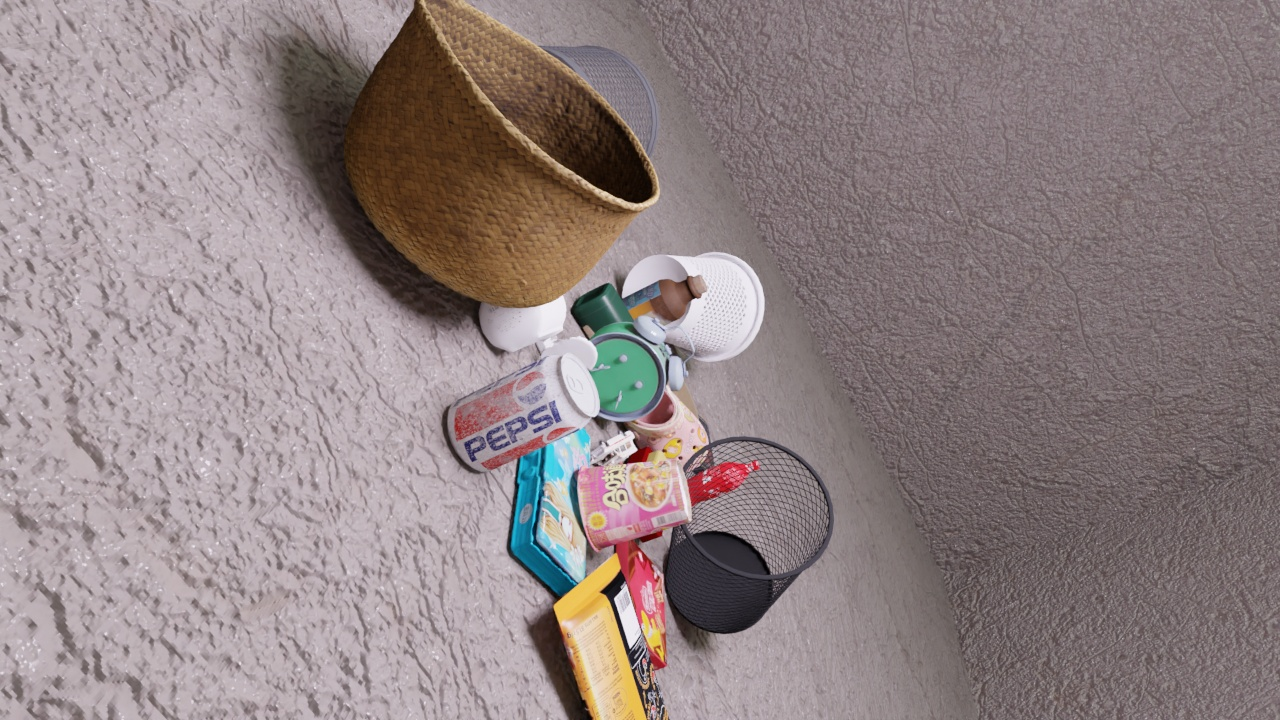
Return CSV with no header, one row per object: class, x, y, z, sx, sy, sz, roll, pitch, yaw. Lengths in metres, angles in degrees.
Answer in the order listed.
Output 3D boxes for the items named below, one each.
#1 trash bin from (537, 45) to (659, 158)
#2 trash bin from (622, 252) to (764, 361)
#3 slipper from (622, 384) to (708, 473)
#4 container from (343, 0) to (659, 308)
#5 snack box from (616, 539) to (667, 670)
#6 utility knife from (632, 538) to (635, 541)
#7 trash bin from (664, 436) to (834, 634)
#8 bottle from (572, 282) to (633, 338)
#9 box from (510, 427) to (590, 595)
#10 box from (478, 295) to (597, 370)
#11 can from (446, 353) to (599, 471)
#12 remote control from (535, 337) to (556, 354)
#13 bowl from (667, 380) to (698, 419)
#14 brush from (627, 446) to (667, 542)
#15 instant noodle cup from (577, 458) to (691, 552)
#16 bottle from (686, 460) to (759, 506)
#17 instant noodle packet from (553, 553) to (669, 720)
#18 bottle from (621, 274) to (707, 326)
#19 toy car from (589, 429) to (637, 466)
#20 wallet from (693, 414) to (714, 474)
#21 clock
trash bin,-0.111,-0.332,1.279,0.218,0.218,0.226,63,23,-5
trash bin,0.079,-0.099,1.556,0.199,0.196,0.195,5,61,-58
slipper,0.023,0.081,1.278,0.197,0.093,0.081,51,-5,-13
container,-0.146,-0.200,0.949,0.307,0.197,0.306,34,25,-19
snack box,0.000,0.286,1.084,0.089,0.021,0.132,53,22,-34
utility knife,-0.019,0.191,1.167,0.022,0.015,0.126,47,28,-58
trash bin,0.117,0.227,1.128,0.211,0.184,0.183,102,-18,-51
bottle,-0.038,-0.040,1.328,0.131,0.061,0.061,58,22,-18
box,-0.091,0.137,0.997,0.094,0.041,0.226,53,22,-33
box,-0.117,-0.030,1.085,0.141,0.084,0.140,58,18,-3
can,-0.115,0.050,0.894,0.078,0.136,0.078,52,23,-33
remote control,-0.135,-0.058,1.169,0.136,0.013,0.043,66,19,2
bowl,0.033,0.066,1.402,0.152,0.050,0.152,52,23,-33
brush,0.015,0.170,1.203,0.173,0.042,0.082,-64,132,-75
instant noodle cup,-0.003,0.152,1.004,0.097,0.109,0.097,-11,89,-82
bottle,0.105,0.175,1.314,0.042,0.142,0.041,52,23,-33
instant noodle packet,-0.021,0.325,0.930,0.159,0.032,0.221,-18,91,-69
bottle,0.030,-0.087,1.420,0.068,0.157,0.067,52,23,-33
toy car,-0.037,0.117,1.166,0.039,0.039,0.113,55,18,5
wallet,0.097,0.142,1.527,0.072,0.019,0.122,43,28,-38
clock,-0.007,0.007,1.197,0.122,0.162,0.075,60,18,-11
